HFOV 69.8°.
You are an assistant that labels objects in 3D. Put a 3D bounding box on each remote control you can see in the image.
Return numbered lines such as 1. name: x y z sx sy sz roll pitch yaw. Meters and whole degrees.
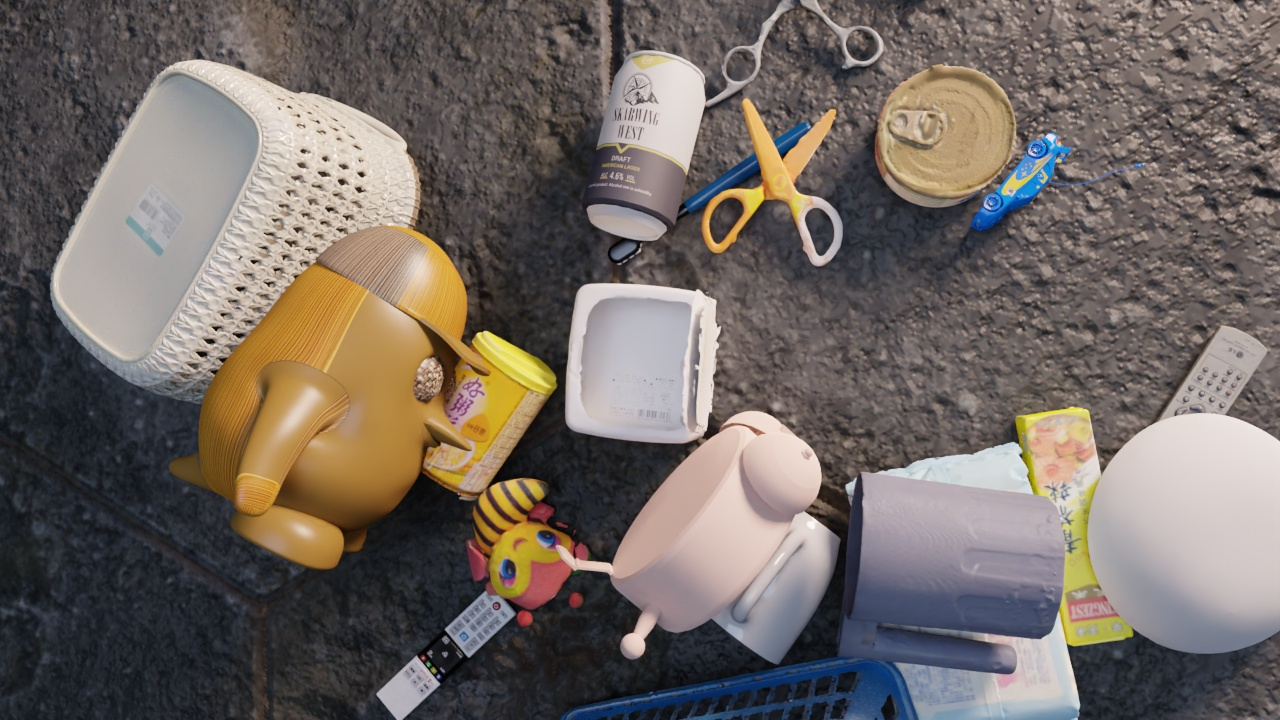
1. remote control: -0.144 0.217 0.680 0.124 0.011 0.028 -44 82 7
2. remote control: 0.348 0.042 0.588 0.033 0.013 0.136 31 95 9

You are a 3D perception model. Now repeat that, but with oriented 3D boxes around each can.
1. can: 0.198 -0.145 0.604 0.086 0.043 0.086 0 89 10
2. can: -0.113 0.038 0.648 0.067 0.067 0.105 36 96 9
3. can: 0.005 -0.150 0.624 0.064 0.064 0.127 13 83 10

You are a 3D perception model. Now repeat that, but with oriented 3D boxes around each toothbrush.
1. toothbrush: 0.048 -0.117 0.647 0.168 0.014 0.014 -33 84 8

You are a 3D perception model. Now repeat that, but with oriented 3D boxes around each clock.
1. clock: 0.034 0.096 0.582 0.160 0.131 0.086 -42 97 2

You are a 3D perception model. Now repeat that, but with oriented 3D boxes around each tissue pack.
1. tissue pack: 0.204 0.152 0.588 0.112 0.070 0.182 -12 90 10

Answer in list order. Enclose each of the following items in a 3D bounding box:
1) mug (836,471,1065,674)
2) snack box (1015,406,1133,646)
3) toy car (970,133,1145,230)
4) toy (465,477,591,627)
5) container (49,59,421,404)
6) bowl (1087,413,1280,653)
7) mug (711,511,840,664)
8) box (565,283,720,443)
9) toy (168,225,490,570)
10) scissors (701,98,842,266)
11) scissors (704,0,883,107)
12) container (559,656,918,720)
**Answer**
1. mug: 0.171 0.127 0.523 0.104 0.083 0.124 5 117 9
2. snack box: 0.279 0.106 0.593 0.040 0.029 0.148 -11 88 10
3. toy car: 0.267 -0.108 0.593 0.062 0.033 0.092 40 97 15
4. toy: -0.083 0.133 0.652 0.084 0.046 0.103 -18 96 3
5. container: -0.283 -0.083 0.643 0.184 0.142 0.246 32 95 23
6. bowl: 0.353 0.107 0.555 0.149 0.043 0.149 0 89 -4
7. mug: 0.085 0.138 0.591 0.071 0.107 0.089 36 87 17
8. box: 0.007 0.004 0.592 0.126 0.136 0.108 6 93 12
9. toy: -0.177 0.015 0.580 0.162 0.199 0.203 27 85 -3
10. scissors: 0.099 -0.116 0.630 0.127 0.011 0.125 38 99 -2
11. scissors: 0.099 -0.244 0.628 0.141 0.014 0.174 45 105 -4
12. container: 0.086 0.388 0.565 0.258 0.089 0.362 -20 86 24
